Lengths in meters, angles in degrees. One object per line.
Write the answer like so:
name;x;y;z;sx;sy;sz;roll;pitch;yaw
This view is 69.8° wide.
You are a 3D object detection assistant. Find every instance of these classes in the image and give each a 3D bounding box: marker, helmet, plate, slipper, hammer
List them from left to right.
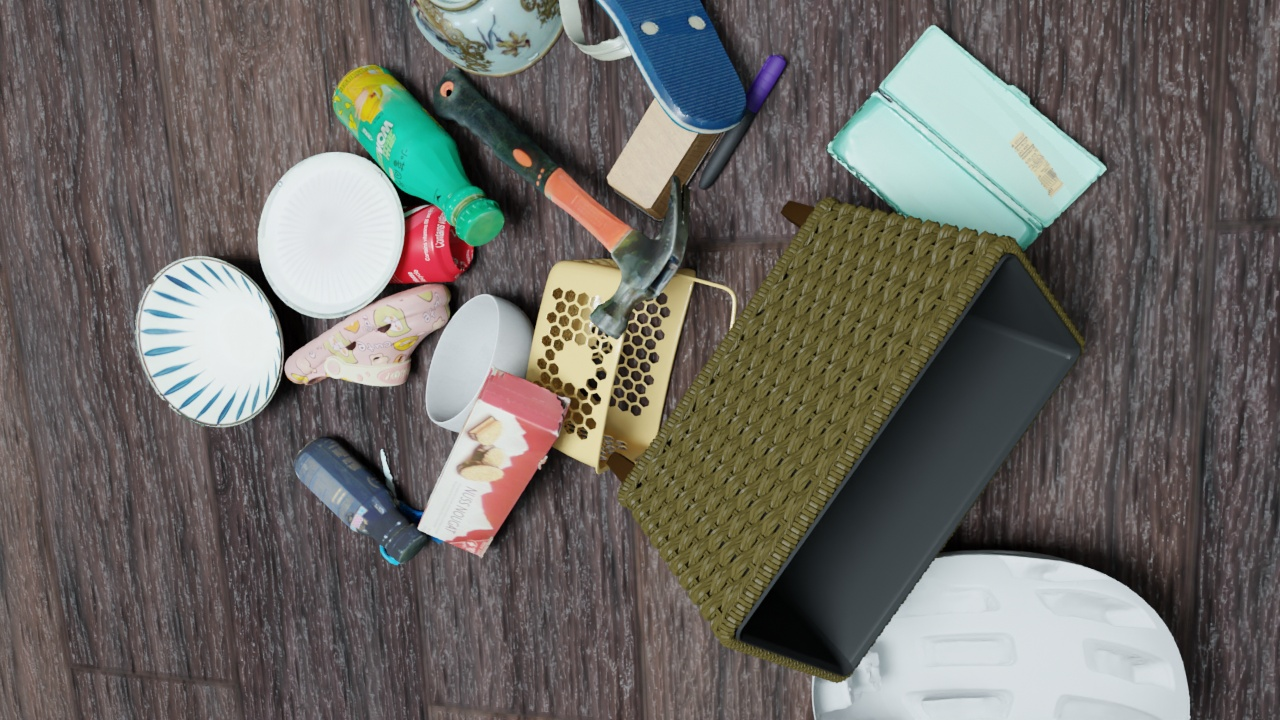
plate;-0.290;-0.117;0.864;0.157;0.014;0.157;-1;87;15
slipper;-0.267;-0.008;0.916;0.198;0.093;0.081;-25;94;20
hammer;-0.086;-0.166;0.806;0.333;0.033;0.133;43;99;29
slipper;-0.008;-0.306;0.792;0.295;0.118;0.060;59;153;11
marker;0.089;-0.213;0.823;0.018;0.015;0.134;43;110;34
helmet;0.290;0.264;0.761;0.283;0.183;0.224;-15;91;28

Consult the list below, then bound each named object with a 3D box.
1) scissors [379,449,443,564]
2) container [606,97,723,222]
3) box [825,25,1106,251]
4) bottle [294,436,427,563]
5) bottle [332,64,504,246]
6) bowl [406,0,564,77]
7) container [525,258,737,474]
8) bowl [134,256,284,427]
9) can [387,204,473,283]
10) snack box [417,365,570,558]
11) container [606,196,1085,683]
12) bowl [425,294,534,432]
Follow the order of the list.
scissors;-0.254;0.152;0.984;0.104;0.015;0.133;-11;92;20
container;0.019;-0.185;0.822;0.063;0.061;0.114;36;107;7
box;0.269;-0.170;0.773;0.186;0.033;0.136;43;108;4
bottle;-0.291;0.146;0.959;0.161;0.056;0.056;39;107;14
bottle;-0.203;-0.188;0.851;0.209;0.068;0.068;47;108;20
bowl;-0.149;-0.342;0.823;0.160;0.093;0.160;3;100;15
container;-0.005;0.005;0.829;0.167;0.129;0.183;18;104;21
bowl;-0.434;-0.023;0.969;0.177;0.070;0.177;3;101;15
can;-0.240;-0.113;0.898;0.143;0.074;0.074;-1;99;15
snack box;-0.142;0.104;0.845;0.076;0.044;0.274;25;141;-9
container;0.140;0.044;0.714;0.321;0.176;0.205;-55;43;3
bowl;-0.144;0.008;0.878;0.064;0.131;0.132;23;110;-34
